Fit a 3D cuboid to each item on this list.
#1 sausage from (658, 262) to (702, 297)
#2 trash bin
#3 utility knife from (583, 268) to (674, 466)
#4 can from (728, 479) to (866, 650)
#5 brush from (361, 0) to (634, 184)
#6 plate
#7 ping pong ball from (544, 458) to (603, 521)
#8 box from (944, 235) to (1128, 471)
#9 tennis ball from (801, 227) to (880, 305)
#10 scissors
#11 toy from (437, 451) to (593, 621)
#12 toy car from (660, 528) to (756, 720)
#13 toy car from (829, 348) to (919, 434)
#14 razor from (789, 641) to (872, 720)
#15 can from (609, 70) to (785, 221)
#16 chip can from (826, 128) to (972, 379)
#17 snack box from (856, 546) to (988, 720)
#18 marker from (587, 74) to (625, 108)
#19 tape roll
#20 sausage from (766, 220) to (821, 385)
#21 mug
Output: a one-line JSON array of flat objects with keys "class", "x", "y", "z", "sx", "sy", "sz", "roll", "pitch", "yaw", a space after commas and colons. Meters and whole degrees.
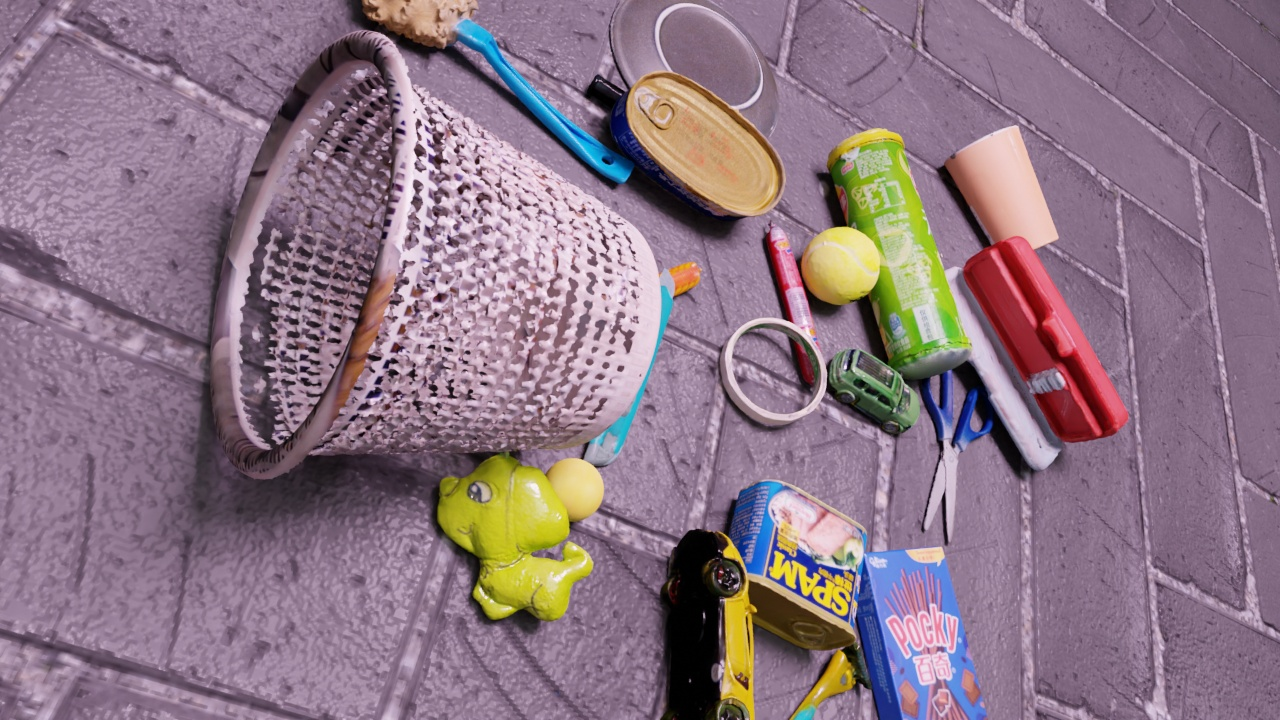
[{"class": "sausage", "x": -0.010, "y": -0.043, "z": 0.677, "sx": 0.164, "sy": 0.022, "sz": 0.021, "roll": -26, "pitch": 83, "yaw": -37}, {"class": "trash bin", "x": -0.104, "y": -0.037, "z": 0.514, "sx": 0.192, "sy": 0.228, "sz": 0.227, "roll": 15, "pitch": 61, "yaw": -40}, {"class": "utility knife", "x": -0.004, "y": 0.004, "z": 0.652, "sx": 0.029, "sy": 0.013, "sz": 0.164, "roll": 35, "pitch": 62, "yaw": -31}, {"class": "can", "x": 0.107, "y": 0.142, "z": 0.643, "sx": 0.102, "sy": 0.057, "sz": 0.083, "roll": 31, "pitch": 54, "yaw": -17}, {"class": "brush", "x": -0.106, "y": -0.222, "z": 0.694, "sx": 0.254, "sy": 0.046, "sz": 0.083, "roll": 39, "pitch": 50, "yaw": -15}, {"class": "plate", "x": 0.057, "y": -0.267, "z": 0.819, "sx": 0.179, "sy": 0.024, "sz": 0.179, "roll": 13, "pitch": 63, "yaw": -27}, {"class": "ping pong ball", "x": -0.044, "y": 0.083, "z": 0.587, "sx": 0.040, "sy": 0.040, "sz": 0.040, "roll": 13, "pitch": 62, "yaw": -26}, {"class": "box", "x": 0.341, "y": -0.001, "z": 0.842, "sx": 0.098, "sy": 0.095, "sz": 0.201, "roll": -27, "pitch": 85, "yaw": -20}, {"class": "tennis ball", "x": 0.169, "y": -0.080, "z": 0.776, "sx": 0.065, "sy": 0.066, "sz": 0.065, "roll": 13, "pitch": 62, "yaw": -26}, {"class": "scissors", "x": 0.279, "y": 0.081, "z": 0.805, "sx": 0.141, "sy": 0.012, "sz": 0.170, "roll": 1, "pitch": 69, "yaw": -31}, {"class": "toy", "x": -0.076, "y": 0.106, "z": 0.555, "sx": 0.096, "sy": 0.031, "sz": 0.100, "roll": 4, "pitch": 82, "yaw": -3}, {"class": "toy car", "x": 0.045, "y": 0.182, "z": 0.577, "sx": 0.041, "sy": 0.071, "sz": 0.155, "roll": 12, "pitch": 62, "yaw": -25}, {"class": "toy car", "x": 0.198, "y": 0.025, "z": 0.767, "sx": 0.091, "sy": 0.036, "sz": 0.043, "roll": 34, "pitch": 54, "yaw": -19}, {"class": "razor", "x": 0.115, "y": 0.246, "z": 0.618, "sx": 0.132, "sy": 0.028, "sz": 0.043, "roll": -41, "pitch": 124, "yaw": -40}, {"class": "can", "x": 0.045, "y": -0.168, "z": 0.735, "sx": 0.148, "sy": 0.049, "sz": 0.074, "roll": 32, "pitch": 81, "yaw": -18}, {"class": "chip can", "x": 0.228, "y": -0.092, "z": 0.814, "sx": 0.072, "sy": 0.073, "sz": 0.221, "roll": -1, "pitch": 69, "yaw": -32}, {"class": "snack box", "x": 0.208, "y": 0.221, "z": 0.688, "sx": 0.084, "sy": 0.026, "sz": 0.157, "roll": 2, "pitch": 68, "yaw": -30}, {"class": "marker", "x": 0.016, "y": -0.195, "z": 0.762, "sx": 0.132, "sy": 0.022, "sz": 0.020, "roll": 29, "pitch": 91, "yaw": -17}, {"class": "tape roll", "x": 0.104, "y": 0.008, "z": 0.718, "sx": 0.085, "sy": 0.014, "sz": 0.085, "roll": 6, "pitch": 68, "yaw": -16}, {"class": "sausage", "x": 0.129, "y": -0.048, "z": 0.766, "sx": 0.020, "sy": 0.020, "sz": 0.155, "roll": -1, "pitch": 69, "yaw": -32}, {"class": "mug", "x": 0.372, "y": -0.166, "z": 0.938, "sx": 0.078, "sy": 0.078, "sz": 0.122, "roll": -20, "pitch": 85, "yaw": -36}]
